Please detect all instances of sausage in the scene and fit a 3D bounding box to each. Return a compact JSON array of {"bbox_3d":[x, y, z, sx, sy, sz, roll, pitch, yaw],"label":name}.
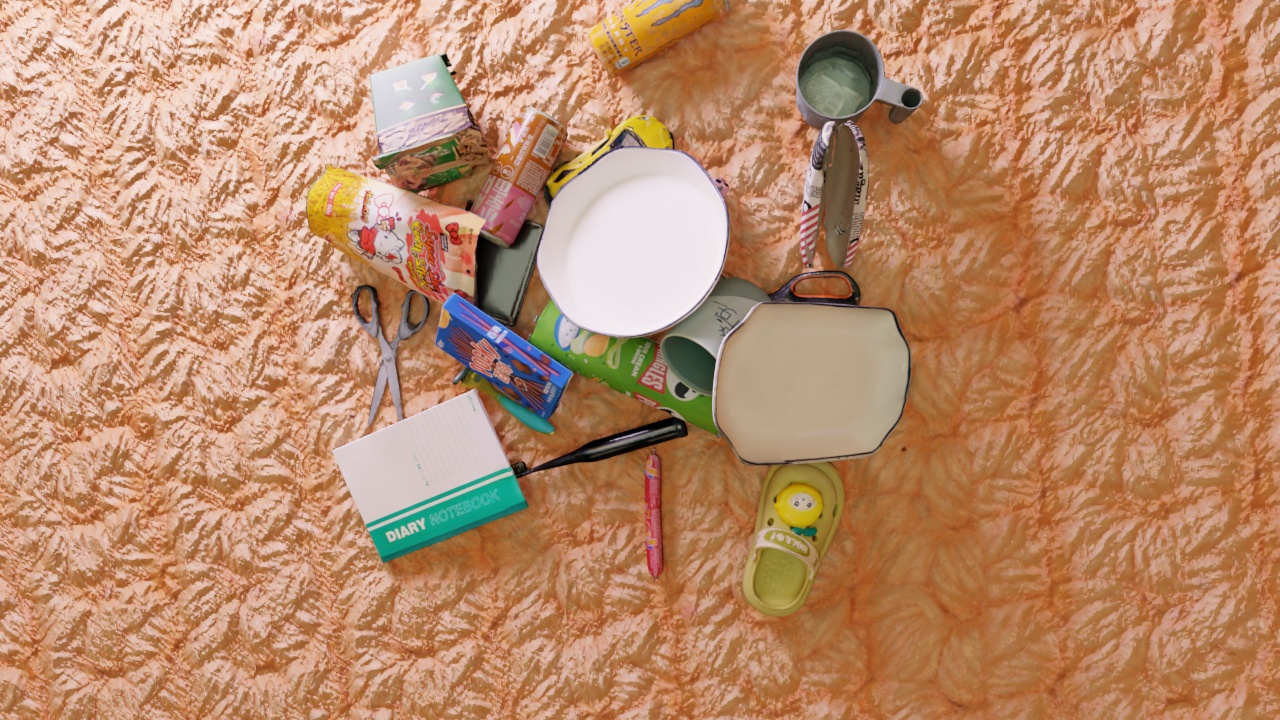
[{"bbox_3d":[0.015,0.175,1.042,0.020,0.020,0.156,-1,95,9],"label":"sausage"}]

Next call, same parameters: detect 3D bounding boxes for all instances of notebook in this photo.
[{"bbox_3d":[-0.246,0.137,1.066,0.209,0.012,0.150,-23,93,19],"label":"notebook"}]

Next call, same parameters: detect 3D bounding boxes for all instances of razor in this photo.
[{"bbox_3d":[-0.151,0.047,1.050,0.132,0.028,0.043,34,66,6],"label":"razor"}]

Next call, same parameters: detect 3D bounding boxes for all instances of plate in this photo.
[{"bbox_3d":[-0.004,-0.117,0.934,0.205,0.045,0.204,-6,73,20],"label":"plate"},{"bbox_3d":[0.171,0.021,0.927,0.265,0.034,0.162,-1,99,-33],"label":"plate"}]

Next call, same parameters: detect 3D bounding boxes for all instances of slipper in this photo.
[{"bbox_3d":[0.165,0.196,0.991,0.091,0.081,0.190,15,100,4],"label":"slipper"}]

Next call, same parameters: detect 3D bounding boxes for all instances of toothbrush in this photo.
[{"bbox_3d":[-0.051,0.101,1.041,0.213,0.026,0.027,-16,105,10],"label":"toothbrush"}]

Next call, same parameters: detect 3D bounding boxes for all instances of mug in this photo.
[{"bbox_3d":[0.095,-0.019,0.942,0.112,0.082,0.106,39,59,8],"label":"mug"},{"bbox_3d":[0.217,-0.271,0.927,0.124,0.103,0.084,22,98,5],"label":"mug"}]

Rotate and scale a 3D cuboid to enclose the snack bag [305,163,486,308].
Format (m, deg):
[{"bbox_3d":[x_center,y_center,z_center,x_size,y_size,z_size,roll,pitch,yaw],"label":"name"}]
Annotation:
[{"bbox_3d":[-0.264,-0.135,1.011,0.208,0.073,0.129,25,128,16],"label":"snack bag"}]

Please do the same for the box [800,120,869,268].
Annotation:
[{"bbox_3d":[0.204,-0.165,0.926,0.079,0.074,0.164,6,135,11],"label":"box"}]

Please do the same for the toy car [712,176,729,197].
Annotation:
[{"bbox_3d":[0.043,-0.154,0.988,0.122,0.056,0.037,-32,86,10],"label":"toy car"}]

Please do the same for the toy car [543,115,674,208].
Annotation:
[{"bbox_3d":[-0.034,-0.209,1.002,0.156,0.041,0.071,-33,90,9],"label":"toy car"}]

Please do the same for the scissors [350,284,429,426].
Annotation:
[{"bbox_3d":[-0.295,-0.011,1.074,0.172,0.014,0.159,-40,89,11],"label":"scissors"}]

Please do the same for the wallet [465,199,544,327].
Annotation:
[{"bbox_3d":[-0.170,-0.110,1.044,0.096,0.020,0.122,19,97,1],"label":"wallet"}]

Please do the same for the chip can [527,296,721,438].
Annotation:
[{"bbox_3d":[-0.006,0.006,1.003,0.236,0.072,0.072,24,98,6],"label":"chip can"}]

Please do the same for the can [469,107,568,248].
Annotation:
[{"bbox_3d":[-0.135,-0.199,1.001,0.058,0.058,0.147,27,91,5],"label":"can"}]

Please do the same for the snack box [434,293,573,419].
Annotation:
[{"bbox_3d":[-0.153,-0.002,1.009,0.157,0.085,0.026,34,57,2],"label":"snack box"}]

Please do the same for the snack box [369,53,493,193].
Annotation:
[{"bbox_3d":[-0.235,-0.258,0.994,0.117,0.118,0.105,-19,81,-4],"label":"snack box"}]

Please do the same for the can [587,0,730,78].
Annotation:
[{"bbox_3d":[0.018,-0.359,0.971,0.146,0.058,0.058,-27,91,10],"label":"can"}]

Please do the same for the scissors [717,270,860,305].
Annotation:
[{"bbox_3d":[0.131,-0.046,1.002,0.221,0.021,0.223,-17,93,9],"label":"scissors"}]
